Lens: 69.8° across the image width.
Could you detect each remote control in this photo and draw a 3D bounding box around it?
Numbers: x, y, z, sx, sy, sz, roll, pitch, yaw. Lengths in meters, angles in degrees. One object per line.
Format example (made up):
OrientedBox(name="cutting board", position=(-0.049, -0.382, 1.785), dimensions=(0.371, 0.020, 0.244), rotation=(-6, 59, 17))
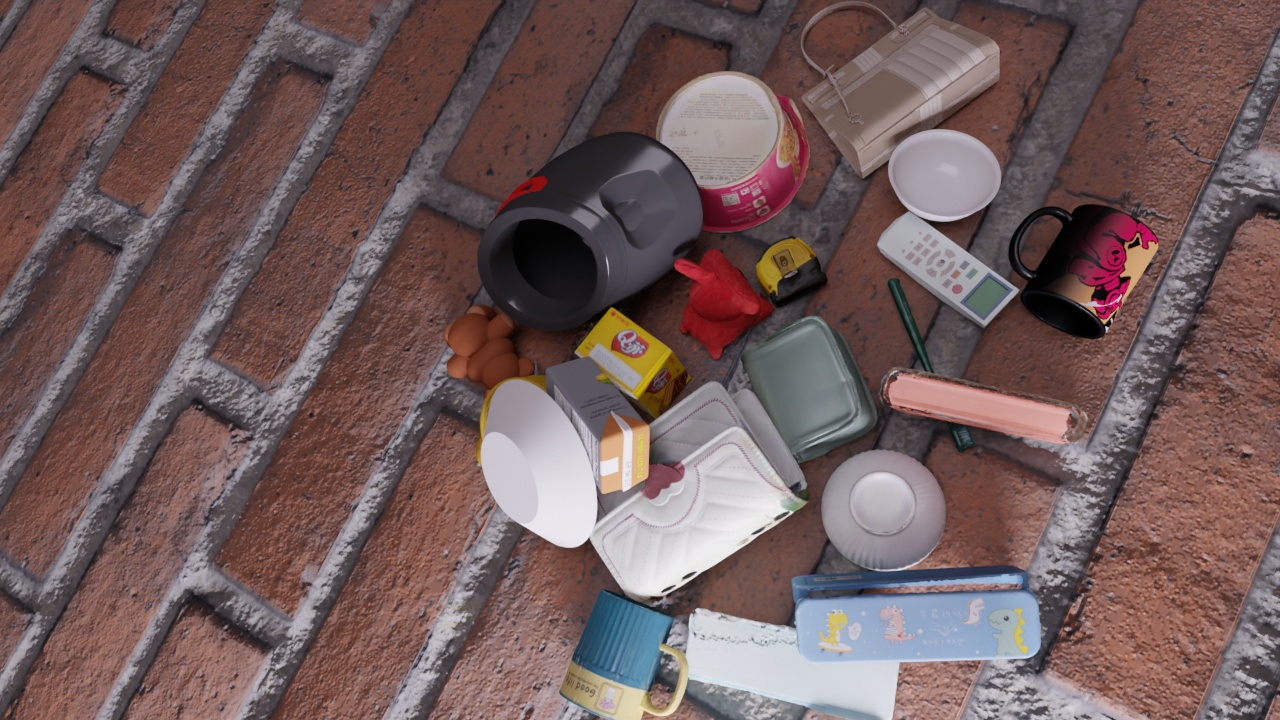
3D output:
OrientedBox(name="remote control", position=(0.307, -0.093, 0.931), dimensions=(0.049, 0.024, 0.143), rotation=(-46, 66, -1))

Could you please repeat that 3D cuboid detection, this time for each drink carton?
OrientedBox(name="drink carton", position=(-0.042, 0.058, 0.861), dimensions=(0.048, 0.076, 0.125), rotation=(-17, 39, -23))

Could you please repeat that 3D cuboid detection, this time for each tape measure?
OrientedBox(name="tape measure", position=(0.155, -0.097, 0.969), dimensions=(0.066, 0.037, 0.064), rotation=(-26, 70, 8))

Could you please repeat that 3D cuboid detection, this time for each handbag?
OrientedBox(name="handbag", position=(0.046, 0.128, 0.882), dimensions=(0.199, 0.096, 0.142), rotation=(-39, 63, 19))
OrientedBox(name="handbag", position=(0.255, -0.326, 1.005), dimensions=(0.176, 0.062, 0.198), rotation=(-36, 60, 4))
OrientedBox(name="handbag", position=(0.166, 0.029, 0.913), dimensions=(0.106, 0.067, 0.121), rotation=(-29, 67, 23))

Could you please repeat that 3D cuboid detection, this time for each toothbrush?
OrientedBox(name="toothbrush", position=(0.288, 0.001, 0.914), dimensions=(0.017, 0.016, 0.189), rotation=(-22, 70, 12))

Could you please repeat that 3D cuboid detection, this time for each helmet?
OrientedBox(name="helmet", position=(-0.041, -0.143, 0.961), dimensions=(0.265, 0.169, 0.164), rotation=(-21, 110, 46))

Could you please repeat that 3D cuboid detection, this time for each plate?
OrientedBox(name="plate", position=(-0.112, 0.107, 0.884), dimensions=(0.036, 0.174, 0.174), rotation=(-22, 62, -37))

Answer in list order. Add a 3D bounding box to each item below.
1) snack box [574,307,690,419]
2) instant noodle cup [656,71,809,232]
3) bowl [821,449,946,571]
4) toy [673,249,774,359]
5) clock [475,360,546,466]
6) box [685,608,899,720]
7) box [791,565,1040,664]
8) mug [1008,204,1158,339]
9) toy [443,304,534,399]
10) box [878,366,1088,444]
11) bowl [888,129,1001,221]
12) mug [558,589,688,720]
OrientedBox(name="snack box", position=(-0.006, 0.006, 0.950), dimensions=(0.083, 0.106, 0.061), rotation=(36, 85, 21))
OrientedBox(name="instant noodle cup", position=(0.092, -0.237, 1.006), dimensions=(0.179, 0.077, 0.178), rotation=(-4, 74, 15))
OrientedBox(name="bowl", position=(0.229, 0.138, 0.868), dimensions=(0.118, 0.062, 0.118), rotation=(-4, 73, 15))
OrientedBox(name="toy", position=(0.070, -0.056, 0.939), dimensions=(0.094, 0.133, 0.088), rotation=(-42, 56, 12))
OrientedBox(name="clock", position=(-0.119, 0.083, 0.973), dimensions=(0.113, 0.051, 0.152), rotation=(35, 114, 22))
OrientedBox(name="box", position=(0.140, 0.288, 0.866), dimensions=(0.199, 0.066, 0.083), rotation=(8, 101, 18))
OrientedBox(name="box", position=(0.244, 0.226, 0.831), dimensions=(0.209, 0.074, 0.078), rotation=(-4, 89, 8))
OrientedBox(name="mug", position=(0.406, -0.093, 0.865), dimensions=(0.118, 0.082, 0.098), rotation=(33, 85, 4))
OrientedBox(name="toy", position=(-0.165, -0.003, 1.031), dimensions=(0.095, 0.065, 0.127), rotation=(-42, 78, 5))
OrientedBox(name="box", position=(0.322, 0.046, 0.873), dimensions=(0.188, 0.062, 0.058), rotation=(14, 98, 8))
OrientedBox(name="bowl", position=(0.308, -0.181, 0.943), dimensions=(0.110, 0.041, 0.109), rotation=(-2, 63, 4))
OrientedBox(name="mug", position=(-0.007, 0.290, 0.883), dimensions=(0.114, 0.083, 0.107), rotation=(16, 76, 25))
